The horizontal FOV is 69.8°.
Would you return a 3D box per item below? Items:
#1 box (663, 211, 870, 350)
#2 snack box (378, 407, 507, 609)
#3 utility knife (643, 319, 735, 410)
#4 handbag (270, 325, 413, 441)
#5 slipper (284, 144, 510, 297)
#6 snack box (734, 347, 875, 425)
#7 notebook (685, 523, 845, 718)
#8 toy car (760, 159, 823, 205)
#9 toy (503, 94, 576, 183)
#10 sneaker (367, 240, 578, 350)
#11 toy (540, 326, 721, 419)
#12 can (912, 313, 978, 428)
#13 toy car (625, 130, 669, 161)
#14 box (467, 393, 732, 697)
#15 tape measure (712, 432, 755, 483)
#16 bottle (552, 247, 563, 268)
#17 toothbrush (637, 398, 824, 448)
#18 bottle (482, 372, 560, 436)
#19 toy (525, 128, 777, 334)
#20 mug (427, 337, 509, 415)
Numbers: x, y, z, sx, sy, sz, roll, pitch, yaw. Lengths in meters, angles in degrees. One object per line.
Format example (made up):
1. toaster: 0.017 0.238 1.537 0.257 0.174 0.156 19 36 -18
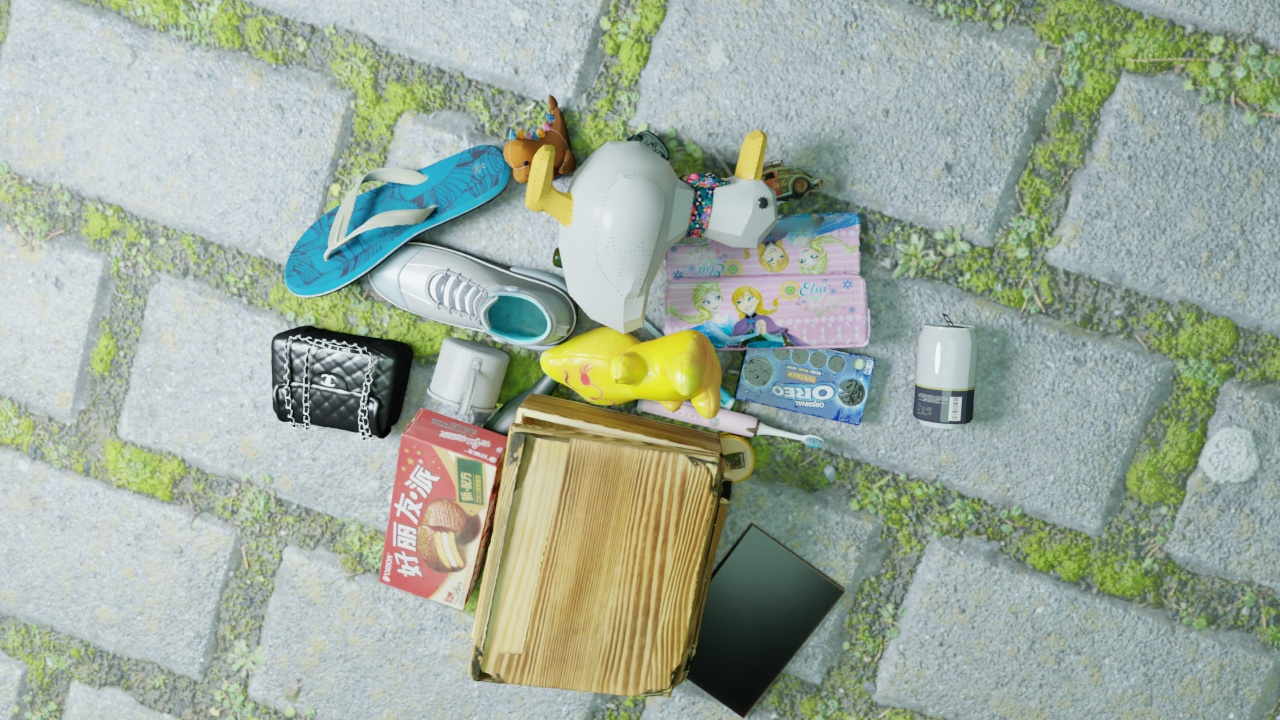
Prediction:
1. box: 0.142 -0.091 1.048 0.230 0.035 0.159 -1 85 6
2. snack box: -0.232 0.178 1.076 0.113 0.060 0.237 19 121 2
3. utility knife: 0.048 -0.001 1.092 0.169 0.015 0.022 42 130 0
4. handbag: -0.360 0.032 1.081 0.153 0.114 0.125 9 100 -1
5. slipper: -0.289 -0.175 1.050 0.295 0.060 0.118 -27 54 3
6. snack box: 0.191 0.022 1.075 0.150 0.027 0.082 11 97 4
7. notebook: 0.132 0.323 1.132 0.141 0.008 0.209 35 99 -1
8. toy car: 0.148 -0.199 1.039 0.112 0.047 0.047 -16 87 3
9. toy: -0.117 -0.250 1.033 0.071 0.090 0.103 6 99 35
10. sneaker: -0.200 -0.072 1.029 0.257 0.160 0.093 16 98 1
11. toy: -0.006 0.006 1.016 0.194 0.134 0.087 2 74 33
12. can: 0.347 0.010 1.042 0.064 0.064 0.127 2 98 4
13. toy car: -0.020 -0.211 1.052 0.120 0.043 0.056 -44 93 12
14. box: -0.041 0.207 1.008 0.247 0.176 0.279 12 97 -1
15. tape measure: 0.108 0.118 1.095 0.059 0.030 0.068 -9 98 8
16. bottle: -0.050 -0.112 1.078 0.106 0.025 0.025 12 99 3
17. toothbrush: 0.106 0.072 1.080 0.223 0.026 0.027 13 117 8
18. bottle: -0.144 0.068 1.097 0.055 0.055 0.174 40 98 -1
19. toy: 0.009 -0.150 0.972 0.267 0.141 0.247 16 98 -10
20. mug: -0.198 0.020 1.066 0.084 0.113 0.070 16 97 -16
